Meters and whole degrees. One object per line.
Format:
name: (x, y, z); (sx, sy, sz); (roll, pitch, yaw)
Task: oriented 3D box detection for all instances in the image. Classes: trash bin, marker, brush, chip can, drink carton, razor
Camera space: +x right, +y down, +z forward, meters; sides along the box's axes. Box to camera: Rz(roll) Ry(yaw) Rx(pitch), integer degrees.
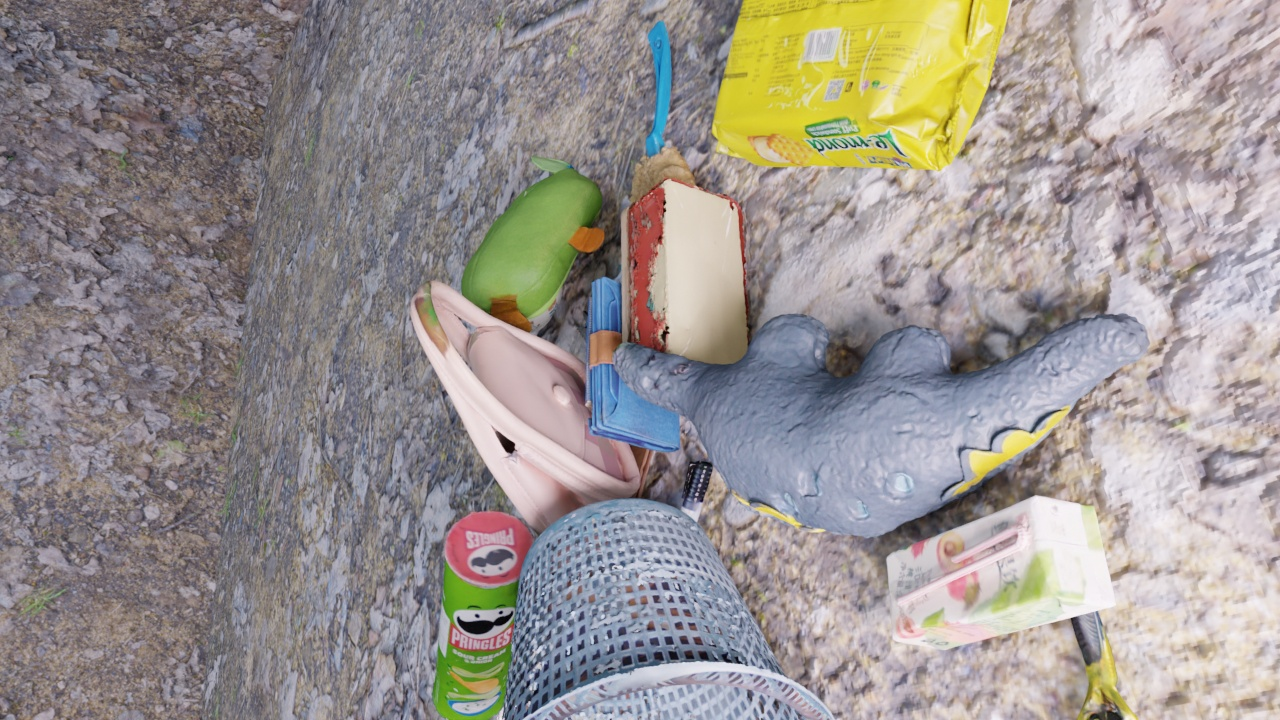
trash bin: (-0.002, 0.209, 0.628); (0.227, 0.226, 0.194); (-60, 24, 26)
marker: (0.032, 0.144, 0.748); (0.023, 0.018, 0.131); (19, 96, 13)
brush: (0.020, -0.222, 0.878); (0.083, 0.045, 0.254); (-36, 47, 51)
chip can: (-0.139, 0.228, 0.786); (0.072, 0.072, 0.237); (-113, 28, -42)
drink carton: (0.182, 0.114, 0.483); (0.123, 0.045, 0.053); (132, 146, -56)
razor: (0.222, 0.138, 0.458); (0.043, 0.022, 0.142); (132, 145, -54)

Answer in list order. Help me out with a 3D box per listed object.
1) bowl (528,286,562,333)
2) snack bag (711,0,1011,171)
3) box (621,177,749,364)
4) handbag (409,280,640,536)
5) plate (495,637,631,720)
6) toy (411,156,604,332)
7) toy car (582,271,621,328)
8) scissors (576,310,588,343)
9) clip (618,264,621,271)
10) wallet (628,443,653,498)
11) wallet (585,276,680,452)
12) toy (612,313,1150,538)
bowl: (-0.134, -0.068, 1.015); (0.114, 0.062, 0.113); (-12, 50, 15)
snack bag: (0.145, -0.219, 0.653); (0.247, 0.068, 0.158); (20, 97, 56)
box: (0.039, -0.059, 0.740); (0.080, 0.091, 0.168); (-30, 56, 53)
handbag: (-0.110, 0.027, 0.761); (0.093, 0.234, 0.193); (-37, 38, 8)
plate: (-0.065, 0.343, 0.809); (0.205, 0.045, 0.204); (-25, 59, 50)
toy: (-0.115, -0.108, 0.936); (0.227, 0.090, 0.246); (3, 52, 44)
toy car: (-0.006, -0.064, 0.837); (0.037, 0.054, 0.121); (52, 121, 25)
scissors: (-0.037, 0.003, 0.899); (0.173, 0.014, 0.145); (-8, 63, 52)
clip: (-0.005, -0.084, 0.888); (0.041, 0.014, 0.056); (-61, 38, 24)
wallet: (-0.031, 0.122, 0.822); (0.116, 0.020, 0.101); (-34, 29, 44)
wallet: (-0.005, 0.005, 0.774); (0.040, 0.106, 0.133); (-19, 63, 37)
toy: (0.115, 0.037, 0.570); (0.357, 0.091, 0.138); (1, 89, 42)
